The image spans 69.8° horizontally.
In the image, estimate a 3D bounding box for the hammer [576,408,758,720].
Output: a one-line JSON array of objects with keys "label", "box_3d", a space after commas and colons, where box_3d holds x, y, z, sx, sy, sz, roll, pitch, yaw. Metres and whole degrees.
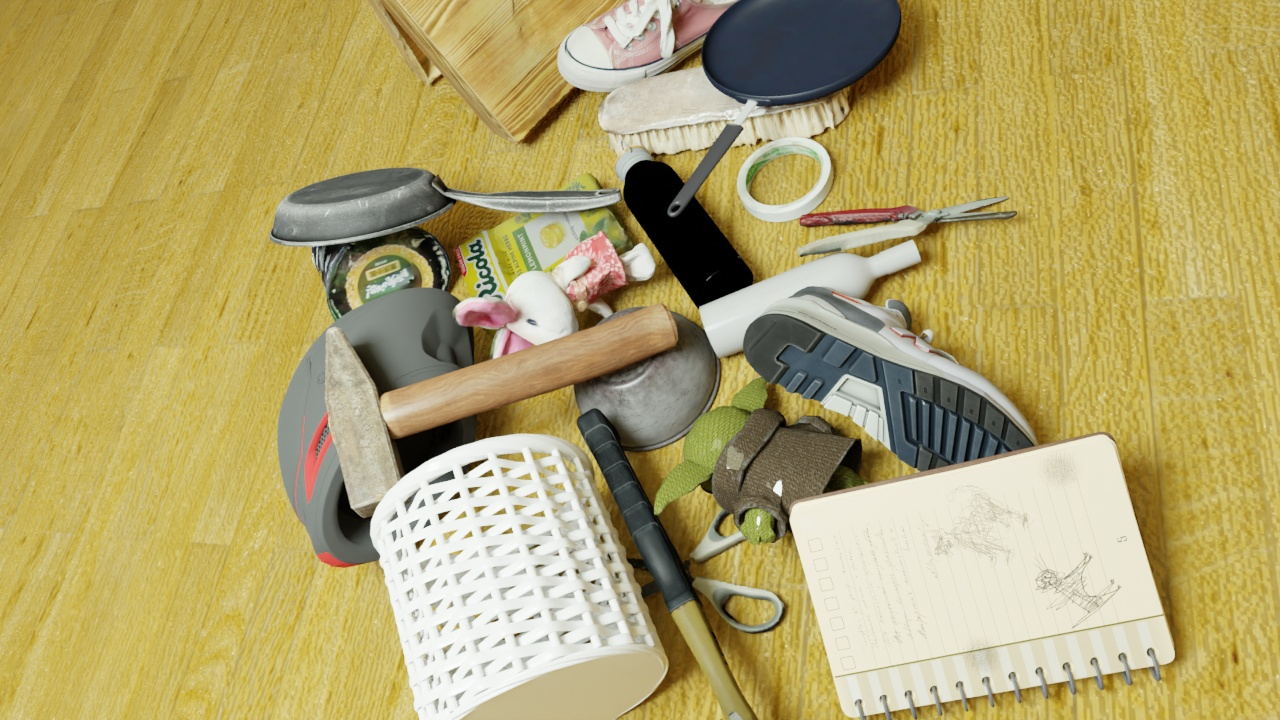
[{"label": "hammer", "box_3d": [0.024, 0.170, 0.711, 0.025, 0.118, 0.332, -32, 55, 3]}]

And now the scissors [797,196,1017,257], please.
[{"label": "scissors", "box_3d": [0.222, -0.123, 0.826, 0.178, 0.015, 0.195, -27, 28, -30]}]

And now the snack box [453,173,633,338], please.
[{"label": "snack box", "box_3d": [-0.102, -0.114, 0.973, 0.181, 0.045, 0.121, -29, 55, 8]}]

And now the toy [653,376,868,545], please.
[{"label": "toy", "box_3d": [0.107, 0.089, 0.740, 0.153, 0.078, 0.178, 20, 46, 28]}]

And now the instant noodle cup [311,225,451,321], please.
[{"label": "instant noodle cup", "box_3d": [-0.294, -0.107, 1.014, 0.137, 0.137, 0.112, -44, 46, -4]}]

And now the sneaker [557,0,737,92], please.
[{"label": "sneaker", "box_3d": [0.019, -0.377, 1.006, 0.241, 0.088, 0.118, -28, 75, -8]}]

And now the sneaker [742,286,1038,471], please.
[{"label": "sneaker", "box_3d": [0.208, 0.003, 0.739, 0.240, 0.089, 0.124, 28, 37, 6]}]

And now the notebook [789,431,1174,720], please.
[{"label": "notebook", "box_3d": [0.232, 0.156, 0.637, 0.226, 0.024, 0.167, -15, 88, 14]}]

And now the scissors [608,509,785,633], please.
[{"label": "scissors", "box_3d": [0.052, 0.175, 0.763, 0.169, 0.012, 0.157, 35, 79, 34]}]

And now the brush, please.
[{"label": "brush", "box_3d": [0.084, -0.268, 0.966, 0.272, 0.057, 0.083, -4, 58, 21]}]

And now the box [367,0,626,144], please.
[{"label": "box", "box_3d": [-0.178, -0.468, 1.083, 0.279, 0.269, 0.263, -45, 40, -4]}]

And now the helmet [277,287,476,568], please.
[{"label": "helmet", "box_3d": [-0.253, 0.048, 0.879, 0.170, 0.164, 0.264, 31, 86, 39]}]

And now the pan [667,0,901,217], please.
[{"label": "pan", "box_3d": [0.119, -0.263, 0.891, 0.199, 0.021, 0.355, 18, 62, 32]}]

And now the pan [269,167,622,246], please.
[{"label": "pan", "box_3d": [-0.198, -0.163, 0.931, 0.357, 0.055, 0.187, -8, 24, 1]}]

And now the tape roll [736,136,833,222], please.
[{"label": "tape roll", "box_3d": [0.144, -0.181, 0.915, 0.094, 0.018, 0.093, -11, 59, 18]}]

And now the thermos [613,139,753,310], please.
[{"label": "thermos", "box_3d": [0.030, -0.145, 0.920, 0.061, 0.061, 0.231, -34, 55, 4]}]

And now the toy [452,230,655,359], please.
[{"label": "toy", "box_3d": [-0.077, -0.056, 0.880, 0.194, 0.159, 0.084, -31, 61, -11]}]

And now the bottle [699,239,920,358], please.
[{"label": "bottle", "box_3d": [0.153, -0.061, 0.823, 0.195, 0.052, 0.052, -22, 56, 12]}]

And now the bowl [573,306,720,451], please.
[{"label": "bowl", "box_3d": [-0.005, 0.005, 0.849, 0.145, 0.067, 0.144, -11, 59, 19]}]

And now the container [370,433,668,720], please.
[{"label": "container", "box_3d": [-0.097, 0.187, 0.717, 0.189, 0.189, 0.186, -30, 56, 6]}]

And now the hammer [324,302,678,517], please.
[{"label": "hammer", "box_3d": [-0.112, 0.009, 0.777, 0.300, 0.037, 0.157, -18, 69, -9]}]
